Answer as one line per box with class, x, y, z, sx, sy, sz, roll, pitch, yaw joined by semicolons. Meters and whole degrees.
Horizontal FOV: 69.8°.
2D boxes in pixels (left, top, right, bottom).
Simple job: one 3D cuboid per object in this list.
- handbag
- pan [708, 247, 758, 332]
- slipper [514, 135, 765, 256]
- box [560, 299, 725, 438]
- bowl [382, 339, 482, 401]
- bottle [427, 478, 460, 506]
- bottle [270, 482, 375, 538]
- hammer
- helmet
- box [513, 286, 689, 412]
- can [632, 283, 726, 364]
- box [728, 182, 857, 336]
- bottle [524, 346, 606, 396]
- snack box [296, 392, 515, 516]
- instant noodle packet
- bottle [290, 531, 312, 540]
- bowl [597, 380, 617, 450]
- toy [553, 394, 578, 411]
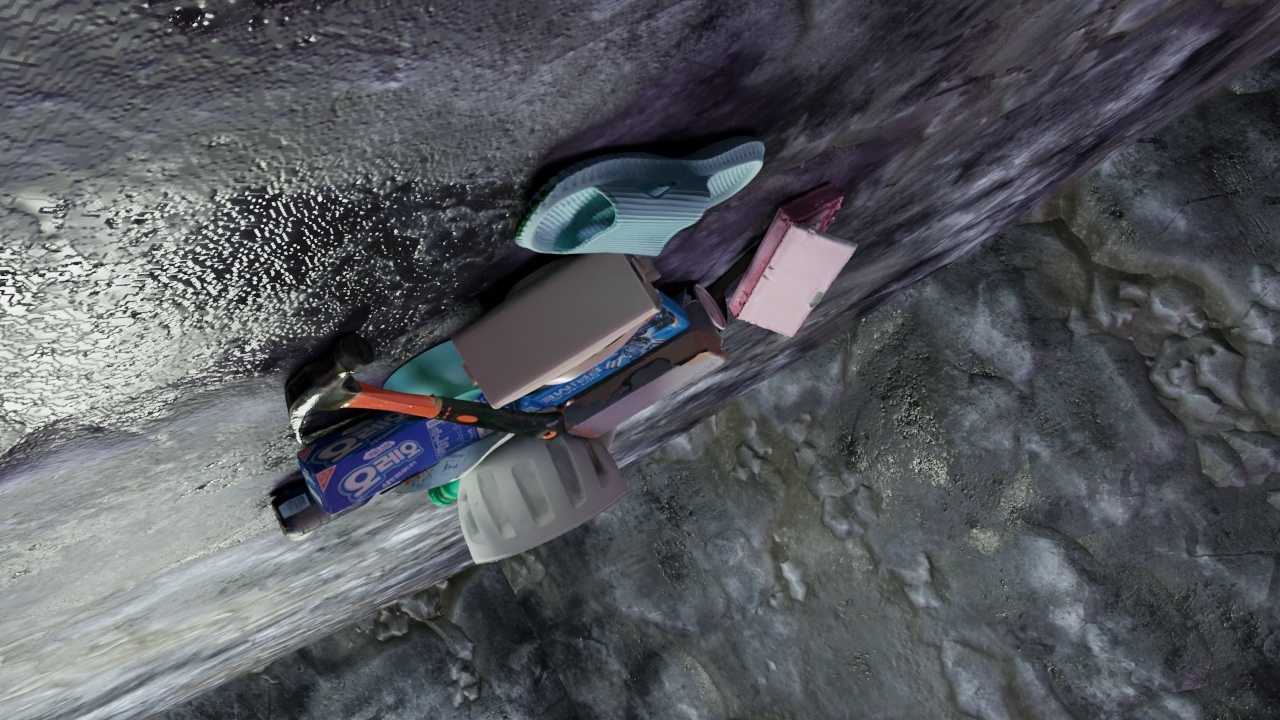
handbag;-0.068;-0.041;0.896;0.195;0.101;0.197;-31;-179;8
pan;0.073;-0.055;1.333;0.248;0.043;0.357;-20;166;-46
slipper;0.014;-0.125;0.752;0.275;0.069;0.116;-23;171;-40
box;-0.003;0.017;1.147;0.217;0.095;0.107;-31;-177;20
bowl;-0.195;0.023;0.934;0.121;0.046;0.121;-29;170;-6
bottle;-0.243;0.159;1.411;0.210;0.068;0.068;-35;169;24
bottle;-0.355;0.155;1.097;0.160;0.056;0.056;-25;169;-24
hammer;-0.186;0.048;0.884;0.133;0.033;0.332;-35;152;25
helmet;-0.138;0.178;1.219;0.224;0.184;0.282;-28;-160;1
box;-0.050;-0.006;1.128;0.244;0.063;0.174;-30;175;18
can;0.034;-0.033;1.222;0.146;0.080;0.080;-34;170;19
box;0.199;-0.110;1.176;0.099;0.098;0.233;-28;162;-25
bottle;-0.094;-0.006;1.016;0.108;0.060;0.060;-24;171;3
snack box;-0.243;0.081;0.974;0.225;0.059;0.059;-28;-146;-28
instant noodle packet;-0.215;0.110;1.113;0.146;0.057;0.270;-39;-171;-32
bottle;-0.425;0.198;1.155;0.042;0.042;0.110;-24;170;-34
bowl;-0.116;0.103;1.476;0.173;0.068;0.174;-27;128;-41
toy;-0.117;0.072;1.364;0.103;0.050;0.065;-42;153;23
